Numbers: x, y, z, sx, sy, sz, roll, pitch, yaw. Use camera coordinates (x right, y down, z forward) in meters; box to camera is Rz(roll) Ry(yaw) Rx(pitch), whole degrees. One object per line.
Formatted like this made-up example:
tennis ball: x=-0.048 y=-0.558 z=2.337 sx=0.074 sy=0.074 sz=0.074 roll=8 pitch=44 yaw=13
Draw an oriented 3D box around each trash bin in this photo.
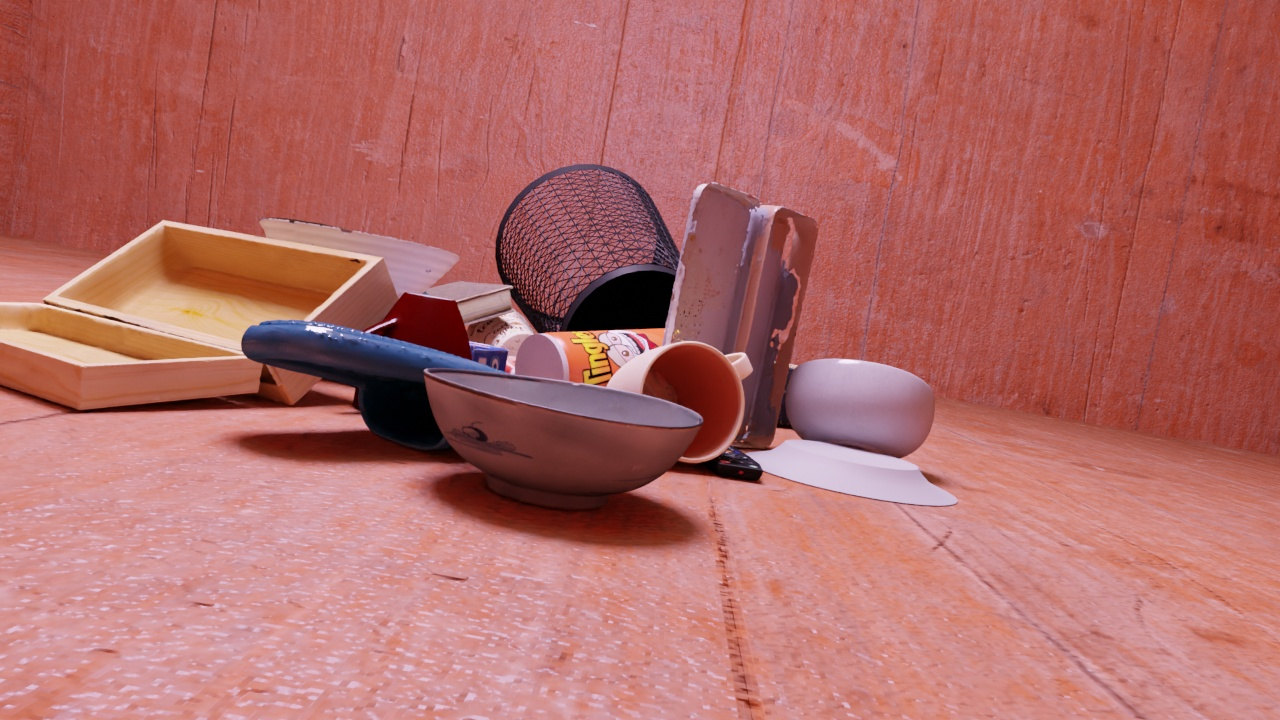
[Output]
trash bin: x=-0.040 y=-0.083 z=1.065 sx=0.216 sy=0.217 sz=0.243 roll=8 pitch=27 yaw=-24

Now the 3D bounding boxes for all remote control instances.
remote control: x=0.063 y=0.073 z=0.701 sx=0.039 sy=0.010 sz=0.125 roll=9 pitch=3 yaw=-7

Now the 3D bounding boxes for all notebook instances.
notebook: x=-0.274 y=-0.052 z=1.050 sx=0.215 sy=0.034 sz=0.190 roll=-19 pitch=17 yaw=-31

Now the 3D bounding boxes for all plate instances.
plate: x=0.169 y=0.085 z=0.744 sx=0.173 sy=0.019 sz=0.172 roll=10 pitch=3 yaw=-1

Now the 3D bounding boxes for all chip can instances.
chip can: x=-0.005 y=0.005 z=0.785 sx=0.209 sy=0.062 sz=0.062 roll=-4 pitch=12 yaw=-44

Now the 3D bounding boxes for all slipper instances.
slipper: x=-0.142 y=0.024 z=0.562 sx=0.104 sy=0.059 sz=0.213 roll=0 pitch=-16 yaw=42

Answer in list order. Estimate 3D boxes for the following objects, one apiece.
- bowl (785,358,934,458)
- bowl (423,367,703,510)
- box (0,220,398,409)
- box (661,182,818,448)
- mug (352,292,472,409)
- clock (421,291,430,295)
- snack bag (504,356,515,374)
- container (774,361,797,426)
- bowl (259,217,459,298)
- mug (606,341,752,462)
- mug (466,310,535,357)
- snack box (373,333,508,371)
bowl: x=0.195 y=0.054 z=0.830 sx=0.132 sy=0.064 sz=0.132 roll=13 pitch=-20 yaw=5
bowl: x=-0.044 y=0.044 z=0.487 sx=0.151 sy=0.057 sz=0.150 roll=10 pitch=3 yaw=-1
box: x=-0.351 y=-0.029 z=0.651 sx=0.248 sy=0.097 sz=0.260 roll=10 pitch=19 yaw=26
box: x=0.082 y=-0.032 z=0.791 sx=0.043 sy=0.216 sz=0.148 roll=14 pitch=5 yaw=39
mug: x=-0.172 y=-0.005 z=0.676 sx=0.087 sy=0.088 sz=0.113 roll=12 pitch=4 yaw=36
clock: x=-0.253 y=-0.031 z=0.903 sx=0.124 sy=0.052 sz=0.088 roll=-6 pitch=52 yaw=-19
snack bag: x=-0.100 y=0.021 z=0.904 sx=0.077 sy=0.036 sz=0.116 roll=8 pitch=4 yaw=-22
container: x=0.099 y=0.026 z=1.107 sx=0.145 sy=0.071 sz=0.188 roll=8 pitch=4 yaw=-29
bowl: x=-0.259 y=-0.078 z=0.838 sx=0.177 sy=0.071 sz=0.177 roll=9 pitch=0 yaw=0
mug: x=0.030 y=0.025 z=0.689 sx=0.111 sy=0.085 sz=0.104 roll=-29 pitch=7 yaw=-22
mug: x=-0.138 y=-0.004 z=1.078 sx=0.122 sy=0.081 sz=0.097 roll=37 pitch=-3 yaw=-29
snack box: x=-0.224 y=-0.004 z=0.800 sx=0.227 sy=0.059 sz=0.059 roll=11 pitch=0 yaw=27
